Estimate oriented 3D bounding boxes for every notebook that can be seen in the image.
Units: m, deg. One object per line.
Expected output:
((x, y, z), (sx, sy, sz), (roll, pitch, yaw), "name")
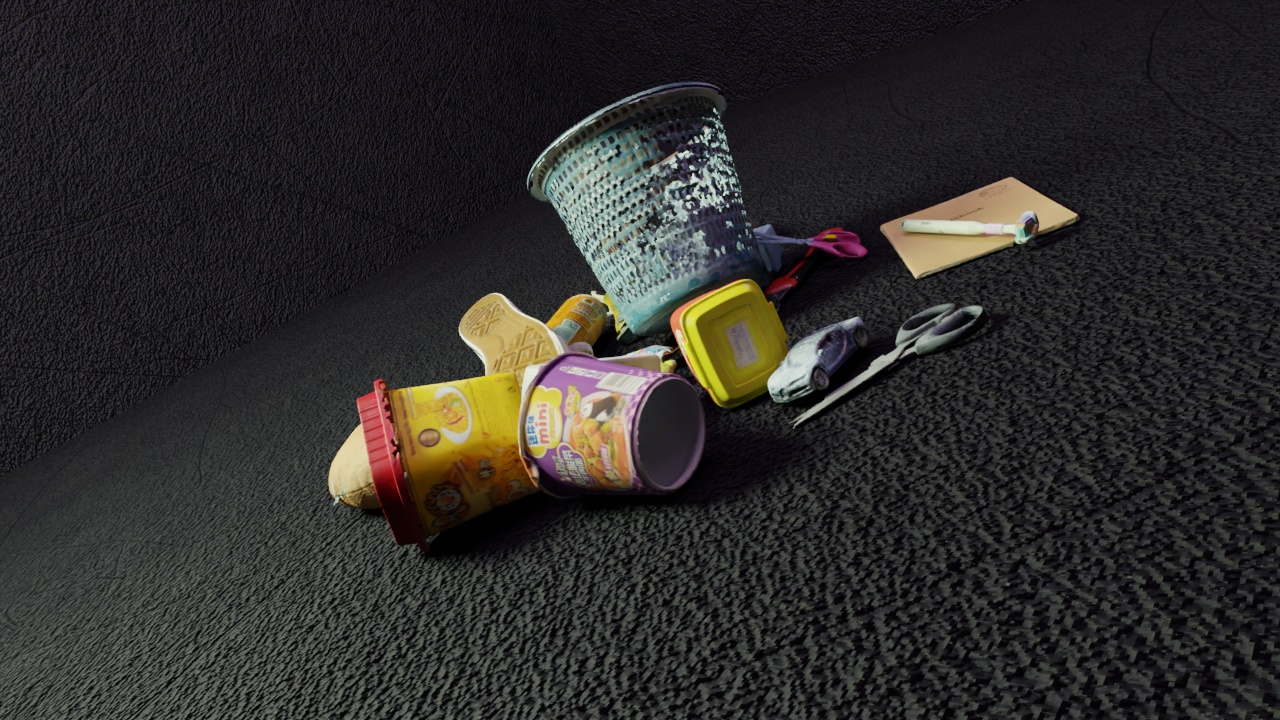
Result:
((0.325, -0.135, 0.911), (0.148, 0.008, 0.207), (-20, 18, 13), "notebook")

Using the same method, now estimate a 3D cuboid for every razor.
((-0.026, -0.062, 1.072), (0.043, 0.028, 0.132), (-51, 24, 11), "razor")

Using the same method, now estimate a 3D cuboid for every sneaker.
((-0.106, 0.012, 0.896), (0.118, 0.088, 0.241), (-45, 35, -2), "sneaker")

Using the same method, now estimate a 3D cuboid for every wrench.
((0.158, -0.088, 0.980), (0.056, 0.016, 0.272), (-8, 24, 41), "wrench")

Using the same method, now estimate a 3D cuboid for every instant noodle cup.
((-0.014, 0.050, 0.660), (0.099, 0.112, 0.111), (3, 31, 39), "instant noodle cup")
((-0.146, 0.072, 0.726), (0.123, 0.116, 0.116), (-15, 50, -12), "instant noodle cup")

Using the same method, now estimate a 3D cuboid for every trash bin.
((0.023, -0.140, 0.948), (0.226, 0.195, 0.227), (-23, -8, -3), "trash bin")

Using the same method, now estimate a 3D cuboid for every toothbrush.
((0.303, -0.127, 0.868), (0.020, 0.029, 0.189), (15, 4, -20), "toothbrush")

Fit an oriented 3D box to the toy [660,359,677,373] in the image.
((-0.016, 0.029, 0.836), (0.097, 0.031, 0.099), (-18, 18, 25), "toy")

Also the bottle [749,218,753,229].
((0.114, -0.172, 1.222), (0.067, 0.067, 0.149), (-22, 10, 7), "bottle")

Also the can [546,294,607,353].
((-0.082, -0.026, 1.042), (0.058, 0.058, 0.145), (-17, 18, 20), "can")

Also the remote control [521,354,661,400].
((-0.035, 0.027, 0.729), (0.021, 0.058, 0.149), (1, 4, 40), "remote control")

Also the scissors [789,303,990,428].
((0.179, 0.002, 0.694), (0.175, 0.014, 0.132), (-22, 18, 16), "scissors")

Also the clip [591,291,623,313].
((-0.015, -0.078, 1.153), (0.094, 0.035, 0.102), (-36, 25, -31), "clip")

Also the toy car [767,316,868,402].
((0.137, -0.003, 0.714), (0.105, 0.031, 0.049), (-40, 11, -38), "toy car")

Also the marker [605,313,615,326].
((-0.019, -0.047, 1.091), (0.016, 0.017, 0.146), (-31, 18, -23), "marker")

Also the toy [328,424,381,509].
((-0.242, 0.090, 0.887), (0.227, 0.082, 0.143), (-12, 17, 43), "toy")

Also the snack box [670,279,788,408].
((0.072, -0.016, 0.759), (0.082, 0.091, 0.080), (-27, 10, -9), "snack box")

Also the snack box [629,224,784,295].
((0.075, -0.103, 1.071), (0.175, 0.051, 0.074), (-14, 21, 30), "snack box")

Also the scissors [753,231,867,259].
((0.182, -0.124, 0.985), (0.135, 0.017, 0.108), (-3, 26, -14), "scissors")

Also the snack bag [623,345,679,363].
((-0.005, 0.005, 0.898), (0.105, 0.026, 0.045), (-20, -1, 13), "snack bag")
